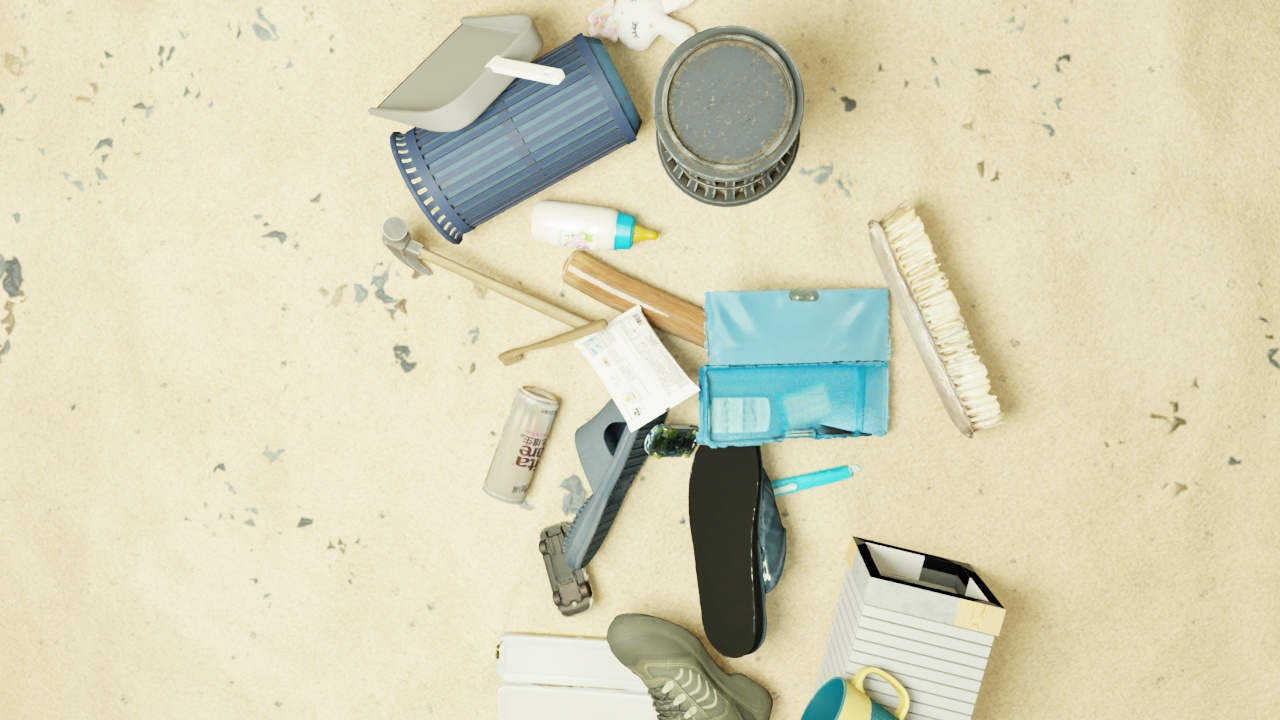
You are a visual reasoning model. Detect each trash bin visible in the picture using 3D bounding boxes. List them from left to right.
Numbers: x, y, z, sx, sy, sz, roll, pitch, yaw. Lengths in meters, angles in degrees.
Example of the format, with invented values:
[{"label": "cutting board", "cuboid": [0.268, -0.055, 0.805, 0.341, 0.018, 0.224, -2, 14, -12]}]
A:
[{"label": "trash bin", "cuboid": [-0.131, -0.248, 1.013, 0.250, 0.139, 0.139, -27, 94, 6]}, {"label": "trash bin", "cuboid": [0.090, -0.247, 0.944, 0.164, 0.227, 0.164, 1, 97, 5]}, {"label": "trash bin", "cuboid": [0.289, 0.353, 1.041, 0.142, 0.142, 0.247, 13, 98, 4]}]

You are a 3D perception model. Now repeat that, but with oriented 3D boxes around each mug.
[{"label": "mug", "cuboid": [0.234, 0.377, 0.941, 0.107, 0.083, 0.113, 34, 71, 0]}]

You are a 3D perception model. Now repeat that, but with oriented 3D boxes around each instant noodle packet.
[{"label": "instant noodle packet", "cuboid": [-0.006, 0.006, 1.014, 0.087, 0.026, 0.134, -31, 61, -6]}]

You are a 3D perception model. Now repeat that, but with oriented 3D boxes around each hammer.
[{"label": "hammer", "cuboid": [-0.139, -0.077, 1.061, 0.331, 0.119, 0.030, 22, 79, -7]}, {"label": "hammer", "cuboid": [0.050, -0.056, 1.068, 0.301, 0.037, 0.158, 24, 99, 2]}]

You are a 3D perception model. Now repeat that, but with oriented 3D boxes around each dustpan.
[{"label": "dustpan", "cuboid": [-0.165, -0.302, 0.956, 0.258, 0.033, 0.163, 24, 67, 38]}]

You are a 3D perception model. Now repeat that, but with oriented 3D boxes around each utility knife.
[{"label": "utility knife", "cuboid": [0.204, 0.144, 1.089, 0.117, 0.015, 0.022, -13, 108, 5]}]

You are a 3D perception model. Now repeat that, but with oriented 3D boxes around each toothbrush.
[{"label": "toothbrush", "cuboid": [-0.103, -0.020, 1.064, 0.167, 0.016, 0.016, -17, 112, 34]}]

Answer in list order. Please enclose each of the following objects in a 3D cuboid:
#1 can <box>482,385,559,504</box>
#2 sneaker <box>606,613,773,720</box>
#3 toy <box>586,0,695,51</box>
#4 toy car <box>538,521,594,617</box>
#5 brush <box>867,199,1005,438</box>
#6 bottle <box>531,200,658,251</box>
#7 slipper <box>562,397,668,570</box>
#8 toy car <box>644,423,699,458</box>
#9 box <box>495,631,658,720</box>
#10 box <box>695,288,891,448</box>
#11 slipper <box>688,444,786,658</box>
[{"label": "can", "cuboid": [-0.143, 0.101, 1.097, 0.054, 0.054, 0.136, 21, 98, 3]}, {"label": "sneaker", "cuboid": [0.040, 0.402, 1.050, 0.238, 0.142, 0.101, 38, 137, -15]}, {"label": "toy", "cuboid": [0.001, -0.386, 1.032, 0.125, 0.037, 0.076, -1, 93, 1]}, {"label": "toy car", "cuboid": [-0.089, 0.254, 1.115, 0.048, 0.040, 0.112, -19, 75, 7]}, {"label": "brush", "cuboid": [0.327, -0.043, 1.019, 0.057, 0.083, 0.271, -25, 93, 9]}, {"label": "bottle", "cuboid": [-0.052, -0.153, 1.059, 0.146, 0.051, 0.051, 8, 97, 4]}, {"label": "slipper", "cuboid": [-0.045, 0.112, 1.066, 0.082, 0.101, 0.263, 26, 94, 14]}, {"label": "toy car", "cuboid": [0.035, 0.092, 1.069, 0.027, 0.089, 0.039, 34, 107, 38]}, {"label": "box", "cuboid": [-0.078, 0.404, 1.145, 0.209, 0.034, 0.129, 2, 100, 5]}, {"label": "box", "cuboid": [0.175, 0.006, 1.024, 0.231, 0.033, 0.174, -1, 97, -18]}, {"label": "slipper", "cuboid": [0.123, 0.206, 1.078, 0.109, 0.083, 0.265, -9, 82, 47]}]
